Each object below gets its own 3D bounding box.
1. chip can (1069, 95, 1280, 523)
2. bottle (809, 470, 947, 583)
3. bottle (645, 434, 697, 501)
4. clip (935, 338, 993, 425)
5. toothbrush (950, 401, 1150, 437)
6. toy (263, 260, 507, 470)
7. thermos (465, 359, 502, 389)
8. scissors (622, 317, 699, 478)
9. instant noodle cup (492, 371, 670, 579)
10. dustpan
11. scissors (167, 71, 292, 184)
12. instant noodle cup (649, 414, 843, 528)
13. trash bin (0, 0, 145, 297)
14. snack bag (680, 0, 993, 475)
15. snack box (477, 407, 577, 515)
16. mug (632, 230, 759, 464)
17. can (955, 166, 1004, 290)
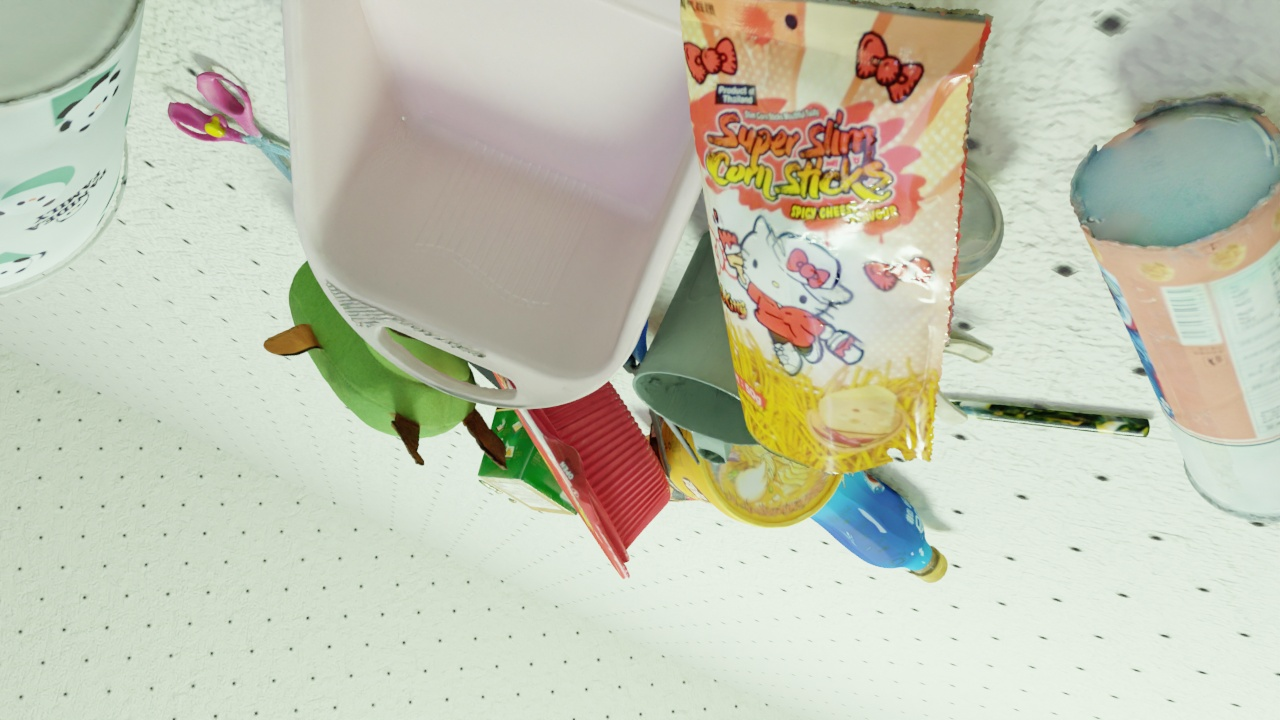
[{"bbox_3d":[0.246,-0.009,0.384,0.071,0.071,0.214,2,149,44],"label":"chip can"},{"bbox_3d":[0.187,0.130,0.768,0.218,0.065,0.065,38,155,-29],"label":"bottle"},{"bbox_3d":[0.063,0.101,0.845,0.150,0.066,0.067,0,149,33],"label":"bottle"},{"bbox_3d":[0.152,-0.009,0.527,0.100,0.070,0.035,31,157,1],"label":"clip"},{"bbox_3d":[0.219,0.030,0.583,0.186,0.012,0.017,6,141,39],"label":"toothbrush"},{"bbox_3d":[-0.206,-0.005,0.750,0.246,0.090,0.226,46,-161,22],"label":"toy"},{"bbox_3d":[-0.117,-0.027,0.743,0.242,0.068,0.090,49,180,-42],"label":"thermos"},{"bbox_3d":[-0.003,0.001,0.627,0.162,0.012,0.176,42,149,53],"label":"scissors"},{"bbox_3d":[-0.038,0.062,0.671,0.194,0.065,0.194,57,171,13],"label":"instant noodle cup"},{"bbox_3d":[-0.080,-0.086,0.456,0.222,0.138,0.274,22,159,7],"label":"dustpan"},{"bbox_3d":[-0.276,-0.162,0.652,0.133,0.017,0.134,21,156,-4],"label":"scissors"},{"bbox_3d":[0.070,0.058,0.670,0.118,0.118,0.115,32,165,-18],"label":"instant noodle cup"},{"bbox_3d":[-0.384,-0.168,0.488,0.229,0.229,0.253,35,151,-26],"label":"trash bin"},{"bbox_3d":[0.074,-0.048,0.376,0.129,0.073,0.208,29,146,38],"label":"snack bag"},{"bbox_3d":[-0.090,0.090,0.909,0.118,0.105,0.118,37,154,-31],"label":"snack box"},{"bbox_3d":[0.055,-0.006,0.544,0.084,0.103,0.124,17,158,16],"label":"mug"},{"bbox_3d":[0.121,-0.046,0.446,0.058,0.058,0.116,25,158,-1],"label":"can"}]
